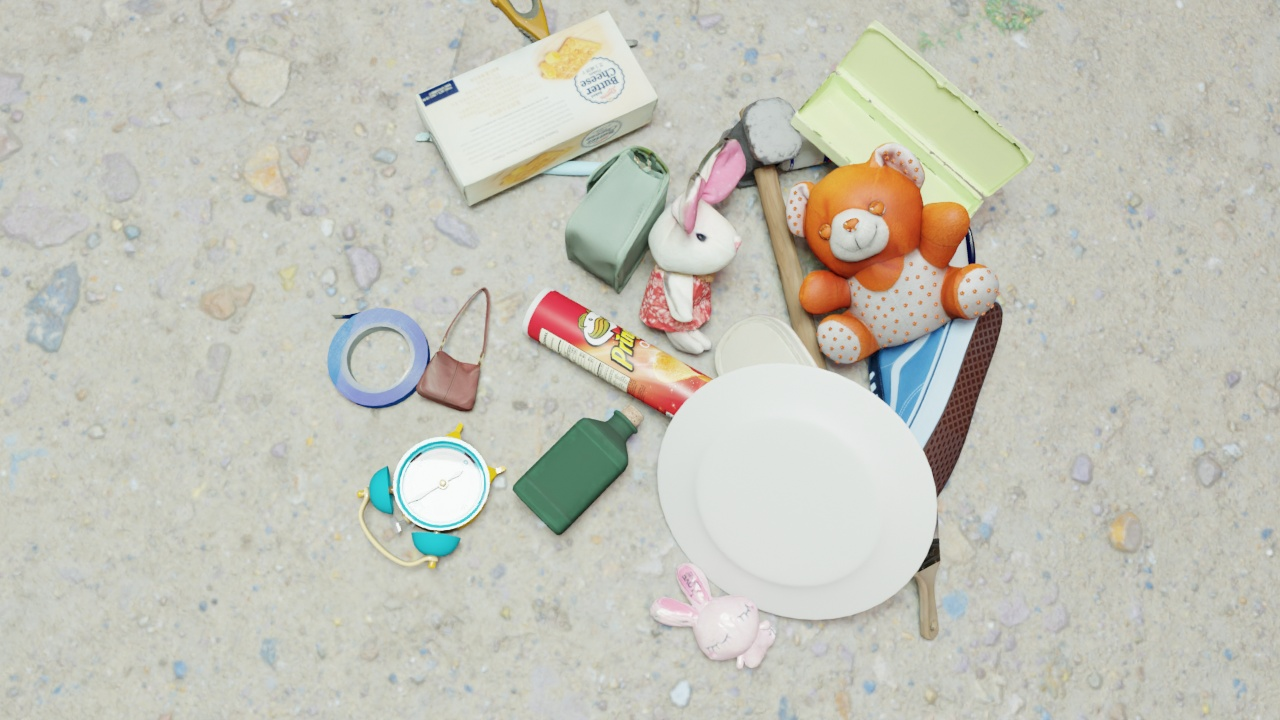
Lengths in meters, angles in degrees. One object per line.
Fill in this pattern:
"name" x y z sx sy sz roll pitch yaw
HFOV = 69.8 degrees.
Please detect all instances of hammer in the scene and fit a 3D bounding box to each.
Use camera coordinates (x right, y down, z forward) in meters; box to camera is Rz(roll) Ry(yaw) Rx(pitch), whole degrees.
"hammer" 0.144 -0.086 0.882 0.052 0.098 0.328 -13 88 -13

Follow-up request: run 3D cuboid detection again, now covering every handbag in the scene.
"handbag" -0.166 -0.015 0.863 0.055 0.029 0.119 23 70 -20
"handbag" -0.021 -0.131 0.851 0.067 0.122 0.106 32 81 4

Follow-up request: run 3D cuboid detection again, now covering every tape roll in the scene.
"tape roll" -0.244 -0.002 0.858 0.091 0.016 0.093 -3 79 -5

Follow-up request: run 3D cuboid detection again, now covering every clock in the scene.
"clock" -0.189 0.122 0.827 0.099 0.044 0.129 44 71 5

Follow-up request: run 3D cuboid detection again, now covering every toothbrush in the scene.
"toothbrush" -0.100 -0.193 0.910 0.155 0.016 0.022 2 41 -4

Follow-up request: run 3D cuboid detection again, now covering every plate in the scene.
"plate" 0.126 0.119 0.786 0.243 0.016 0.243 8 111 20

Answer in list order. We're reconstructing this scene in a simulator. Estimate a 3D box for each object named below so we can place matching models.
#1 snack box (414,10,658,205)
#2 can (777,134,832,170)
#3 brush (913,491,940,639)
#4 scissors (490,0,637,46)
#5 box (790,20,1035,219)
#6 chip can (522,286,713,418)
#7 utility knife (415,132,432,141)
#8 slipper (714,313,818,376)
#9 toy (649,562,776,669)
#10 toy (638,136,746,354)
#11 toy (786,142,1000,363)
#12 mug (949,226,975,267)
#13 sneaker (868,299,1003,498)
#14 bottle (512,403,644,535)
"snack box" -0.098 -0.242 0.882 0.207 0.057 0.104 -27 82 -10
"can" 0.184 -0.216 0.928 0.095 0.032 0.032 -13 80 -7
"brush" 0.259 0.184 0.835 0.038 0.012 0.151 -13 102 -36
"scissors" -0.117 -0.317 0.933 0.225 0.016 0.229 -19 81 -9
"box" 0.242 -0.201 0.830 0.188 0.066 0.128 39 119 0
"chip can" -0.005 0.005 0.841 0.215 0.052 0.051 30 77 11
"utility knife" -0.142 -0.219 0.913 0.162 0.015 0.022 -2 78 -3
"slipper" 0.157 0.081 0.839 0.114 0.054 0.274 -32 76 26
"toy" 0.067 0.232 0.821 0.110 0.047 0.063 30 80 10
"toy" 0.047 -0.094 0.831 0.084 0.158 0.195 16 120 14
"toy" 0.209 -0.093 0.805 0.164 0.092 0.172 -23 103 29
"mug" 0.288 -0.117 0.900 0.111 0.079 0.096 6 76 -32
"sneaker" 0.255 0.045 0.874 0.098 0.083 0.241 20 88 44
"bottle" -0.049 0.091 0.832 0.061 0.061 0.131 44 79 7
